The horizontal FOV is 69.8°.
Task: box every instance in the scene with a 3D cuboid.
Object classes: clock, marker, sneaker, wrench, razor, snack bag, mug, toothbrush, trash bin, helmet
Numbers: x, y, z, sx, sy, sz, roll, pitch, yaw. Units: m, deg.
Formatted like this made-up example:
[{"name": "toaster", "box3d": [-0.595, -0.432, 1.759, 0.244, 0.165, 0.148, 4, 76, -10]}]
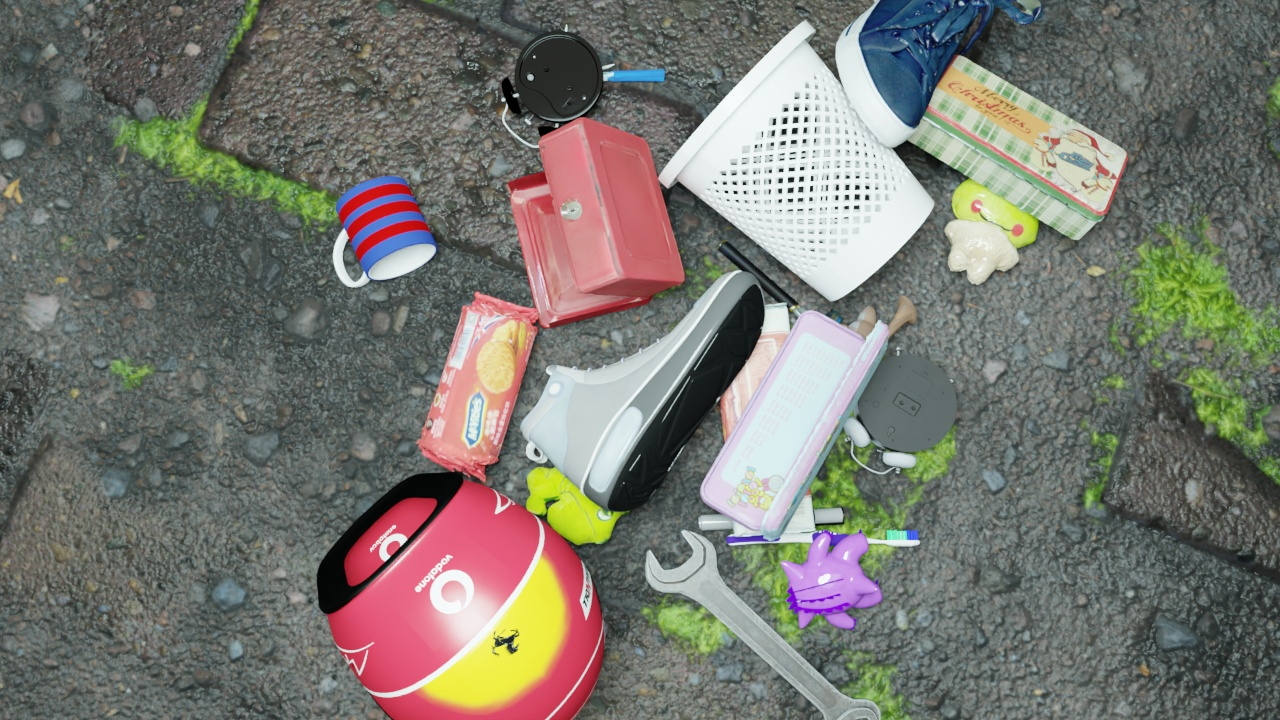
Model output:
[{"name": "clock", "box3d": [-0.090, -0.276, 0.939, 0.091, 0.042, 0.121, 38, 94, -2]}, {"name": "marker", "box3d": [-0.045, -0.298, 0.965, 0.142, 0.013, 0.013, -1, 81, 1]}, {"name": "sneaker", "box3d": [0.274, -0.303, 0.841, 0.120, 0.128, 0.293, 45, 49, -18]}, {"name": "wrench", "box3d": [0.117, 0.267, 0.880, 0.273, 0.010, 0.070, 42, 84, 6]}, {"name": "razor", "box3d": [0.136, -0.073, 0.927, 0.144, 0.042, 0.022, 38, 127, 10]}, {"name": "snack bag", "box3d": [0.116, 0.056, 0.889, 0.077, 0.041, 0.225, -5, 75, 1]}, {"name": "sneaker", "box3d": [-0.004, 0.005, 0.872, 0.160, 0.093, 0.256, 30, 84, 33]}, {"name": "mug", "box3d": [-0.266, -0.122, 0.918, 0.112, 0.074, 0.076, -30, 81, 23]}, {"name": "toothbrush", "box3d": [0.177, 0.172, 0.891, 0.187, 0.015, 0.016, 0, 77, 1]}, {"name": "trash bin", "box3d": [0.156, -0.173, 0.867, 0.199, 0.195, 0.195, 44, 84, -3]}, {"name": "helmet", "box3d": [-0.143, 0.222, 0.785, 0.197, 0.271, 0.224, -46, 104, -20]}, {"name": "marker", "box3d": [0.127, 0.155, 0.894, 0.140, 0.016, 0.016, -3, 81, 0]}, {"name": "snack bag", "box3d": [-0.158, 0.023, 0.889, 0.082, 0.082, 0.176, 16, 81, 3]}, {"name": "clock", "box3d": [0.251, 0.053, 0.898, 0.094, 0.035, 0.122, 32, 84, 5]}]

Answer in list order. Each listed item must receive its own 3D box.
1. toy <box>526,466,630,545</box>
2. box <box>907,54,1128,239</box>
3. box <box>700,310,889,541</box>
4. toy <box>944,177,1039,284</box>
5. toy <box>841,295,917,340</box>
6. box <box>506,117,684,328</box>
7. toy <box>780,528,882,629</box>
[{"name": "toy", "box3d": [-0.063, 0.136, 0.890, 0.094, 0.036, 0.093, -19, 73, -5]}, {"name": "box", "box3d": [0.371, -0.213, 0.906, 0.205, 0.050, 0.117, 34, 53, 7]}, {"name": "box", "box3d": [0.140, 0.051, 0.820, 0.089, 0.093, 0.214, 30, 79, 8]}, {"name": "toy", "box3d": [0.348, -0.133, 0.919, 0.092, 0.043, 0.117, 31, 80, 3]}, {"name": "toy", "box3d": [0.221, -0.022, 0.905, 0.101, 0.041, 0.055, -47, 45, -15]}, {"name": "box", "box3d": [-0.042, -0.132, 0.868, 0.151, 0.165, 0.157, -15, 82, -7]}, {"name": "toy", "box3d": [0.180, 0.211, 0.863, 0.088, 0.055, 0.106, -16, 102, 8]}]
